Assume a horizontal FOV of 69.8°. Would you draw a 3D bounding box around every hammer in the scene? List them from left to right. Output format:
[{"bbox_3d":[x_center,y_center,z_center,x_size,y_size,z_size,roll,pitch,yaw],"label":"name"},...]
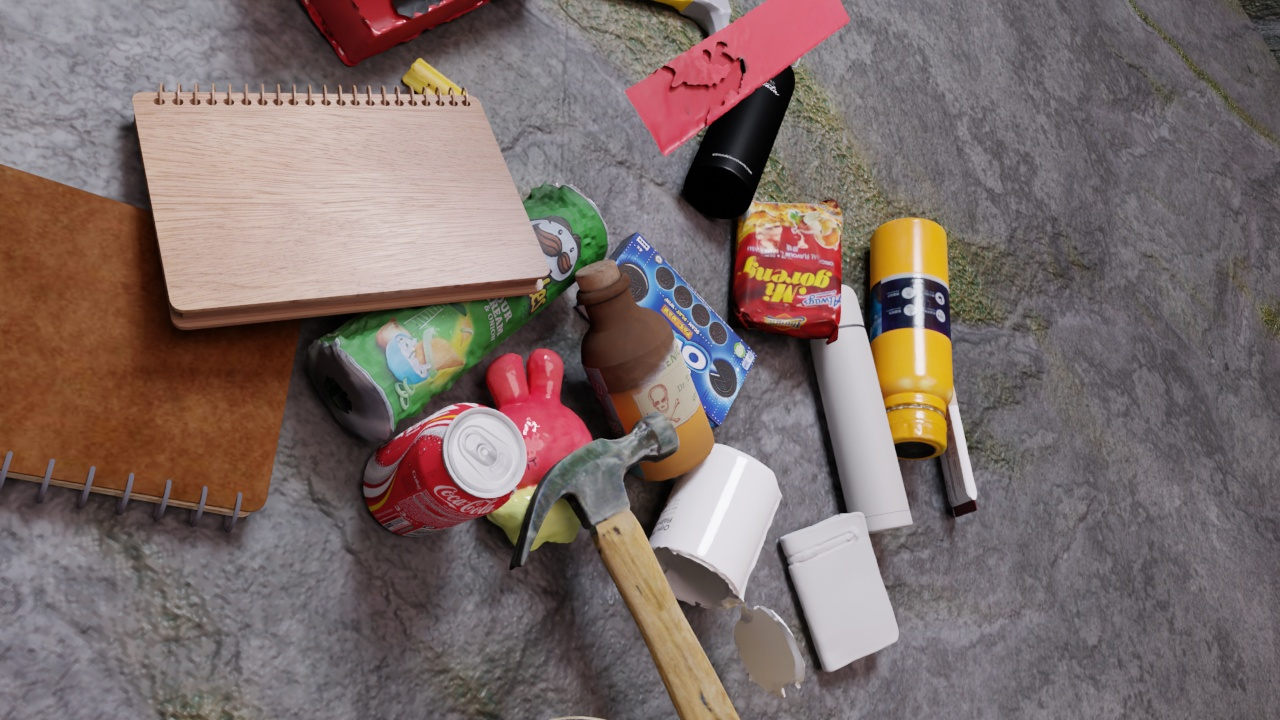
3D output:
[{"bbox_3d":[-0.046,-0.341,0.801,0.322,0.029,0.127,-4,76,-38],"label":"hammer"},{"bbox_3d":[0.031,0.204,0.570,0.132,0.033,0.330,-25,84,-26],"label":"hammer"}]

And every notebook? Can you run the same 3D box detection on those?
[{"bbox_3d":[-0.299,-0.010,0.475,0.225,0.024,0.167,18,62,-32],"label":"notebook"},{"bbox_3d":[-0.179,-0.103,0.554,0.210,0.022,0.169,-9,61,-29],"label":"notebook"}]

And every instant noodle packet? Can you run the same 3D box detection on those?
[{"bbox_3d":[0.131,-0.083,0.811,0.098,0.040,0.135,8,66,-4],"label":"instant noodle packet"}]

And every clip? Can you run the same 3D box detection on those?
[{"bbox_3d":[-0.148,-0.185,0.658,0.054,0.044,0.049,36,29,-24],"label":"clip"}]

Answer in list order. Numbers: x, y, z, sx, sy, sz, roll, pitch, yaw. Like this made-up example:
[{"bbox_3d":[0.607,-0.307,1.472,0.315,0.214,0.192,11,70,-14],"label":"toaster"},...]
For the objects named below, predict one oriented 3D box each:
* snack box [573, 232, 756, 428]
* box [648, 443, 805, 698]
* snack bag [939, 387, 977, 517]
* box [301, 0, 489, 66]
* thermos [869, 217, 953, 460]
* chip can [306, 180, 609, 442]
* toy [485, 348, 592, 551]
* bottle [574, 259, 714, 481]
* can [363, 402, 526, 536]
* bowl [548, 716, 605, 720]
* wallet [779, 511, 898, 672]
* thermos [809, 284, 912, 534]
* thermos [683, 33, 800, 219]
[{"bbox_3d":[0.023,-0.022,0.731,0.150,0.027,0.082,43,52,-17],"label":"snack box"},{"bbox_3d":[0.073,0.148,0.660,0.143,0.083,0.137,36,54,-7],"label":"box"},{"bbox_3d":[0.306,0.073,0.905,0.013,0.057,0.157,-6,73,-3],"label":"snack bag"},{"bbox_3d":[-0.200,-0.463,0.556,0.214,0.141,0.511,-41,125,-33],"label":"box"},{"bbox_3d":[0.267,-0.019,0.891,0.091,0.076,0.232,24,59,-33],"label":"thermos"},{"bbox_3d":[-0.113,-0.038,0.599,0.075,0.076,0.222,53,50,-9],"label":"chip can"},{"bbox_3d":[-0.070,0.058,0.614,0.091,0.045,0.135,3,77,-40],"label":"toy"},{"bbox_3d":[-0.004,0.004,0.646,0.067,0.068,0.157,-41,118,-40],"label":"bottle"},{"bbox_3d":[-0.115,0.065,0.537,0.064,0.105,0.064,15,64,-34],"label":"can"},{"bbox_3d":[-0.023,0.276,0.536,0.063,0.145,0.145,28,48,-73],"label":"bowl"},{"bbox_3d":[0.162,0.189,0.762,0.086,0.032,0.116,-8,81,-29],"label":"wallet"},{"bbox_3d":[0.191,0.041,0.823,0.052,0.052,0.224,1,73,-38],"label":"thermos"},{"bbox_3d":[0.103,-0.232,0.852,0.061,0.061,0.230,38,54,-21],"label":"thermos"}]
